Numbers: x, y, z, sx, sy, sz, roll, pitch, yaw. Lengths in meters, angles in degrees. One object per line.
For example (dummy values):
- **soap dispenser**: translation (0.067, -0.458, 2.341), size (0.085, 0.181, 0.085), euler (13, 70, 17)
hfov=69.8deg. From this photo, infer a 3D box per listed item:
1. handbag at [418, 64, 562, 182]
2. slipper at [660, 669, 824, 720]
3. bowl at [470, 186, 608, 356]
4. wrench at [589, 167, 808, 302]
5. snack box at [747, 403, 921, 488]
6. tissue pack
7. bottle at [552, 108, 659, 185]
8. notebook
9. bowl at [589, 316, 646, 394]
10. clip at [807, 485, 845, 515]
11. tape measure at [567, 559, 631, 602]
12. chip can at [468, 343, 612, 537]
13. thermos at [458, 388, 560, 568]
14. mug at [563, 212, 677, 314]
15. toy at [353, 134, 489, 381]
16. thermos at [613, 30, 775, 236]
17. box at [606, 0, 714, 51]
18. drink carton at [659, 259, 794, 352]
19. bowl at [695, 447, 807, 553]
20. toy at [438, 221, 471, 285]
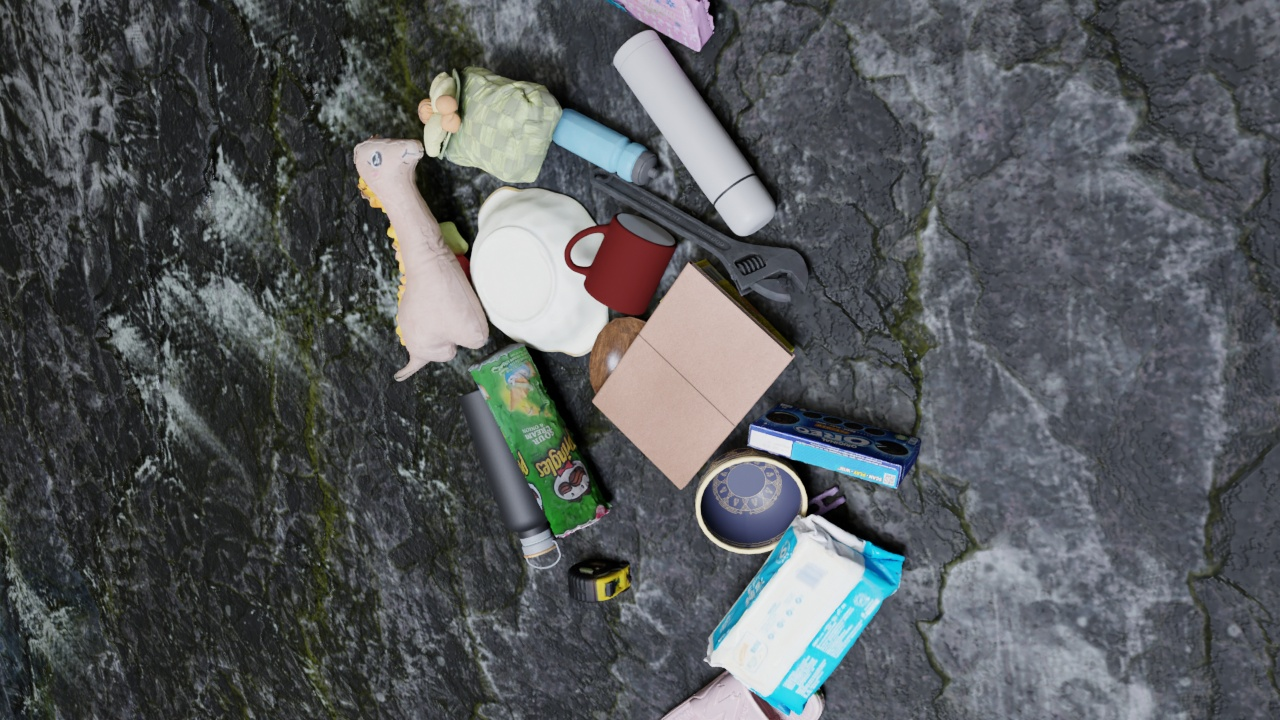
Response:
- **handbag**: translation (-0.171, -0.257, 0.980), size (0.186, 0.116, 0.113), euler (29, 112, 48)
- **slipper**: translation (0.095, 0.409, 1.030), size (0.240, 0.064, 0.094), euler (-40, 81, 31)
- **bowl**: translation (-0.127, -0.098, 1.038), size (0.189, 0.060, 0.219), euler (-40, 81, 29)
- **wrench**: translation (0.053, -0.135, 0.939), size (0.273, 0.073, 0.018), euler (34, 153, 24)
- **snack box**: translation (0.188, 0.080, 0.893), size (0.150, 0.082, 0.027), euler (13, 109, 25)
- **tissue pack**: translation (0.163, 0.252, 0.924), size (0.117, 0.066, 0.209), euler (31, 105, -7)
- **bottle**: translation (-0.035, -0.224, 0.970), size (0.130, 0.040, 0.040), euler (31, 114, 19)
- **notebook**: translation (0.047, 0.020, 0.957), size (0.141, 0.008, 0.210), euler (44, 124, 13)
- **bowl**: translation (-0.006, 0.006, 1.014), size (0.102, 0.026, 0.114), euler (27, 115, 22)
- **clip**: translation (0.189, 0.151, 0.949), size (0.036, 0.013, 0.053), euler (46, 116, 11)
- **tape measure**: translation (-0.055, 0.256, 1.078), size (0.067, 0.062, 0.038), euler (4, 103, 29)
- **chip can**: translation (-0.116, 0.089, 1.052), size (0.076, 0.075, 0.223), euler (-25, 95, 31)
- **thermos**: translation (-0.151, 0.142, 1.105), size (0.061, 0.061, 0.231), euler (-19, 92, 31)
- **mug**: translation (-0.026, -0.108, 0.961), size (0.105, 0.073, 0.083), euler (21, 115, -12)
- **toy**: translation (-0.274, -0.117, 1.053), size (0.197, 0.065, 0.264), euler (-26, 97, 28)
- **thermos**: translation (0.055, -0.224, 0.913), size (0.052, 0.052, 0.224), euler (-38, 82, 30)
- **box**: translation (-0.010, -0.410, 0.905), size (0.230, 0.085, 0.096), euler (36, 84, 18)
- **drink carton**: translation (0.089, -0.036, 0.944), size (0.134, 0.042, 0.059), euler (47, 124, 12)
- **bowl**: translation (0.112, 0.136, 0.952), size (0.112, 0.061, 0.112), euler (0, 112, 0)
- **toy**: translation (-0.242, -0.102, 1.108), size (0.092, 0.045, 0.135), euler (4, 106, 24)
